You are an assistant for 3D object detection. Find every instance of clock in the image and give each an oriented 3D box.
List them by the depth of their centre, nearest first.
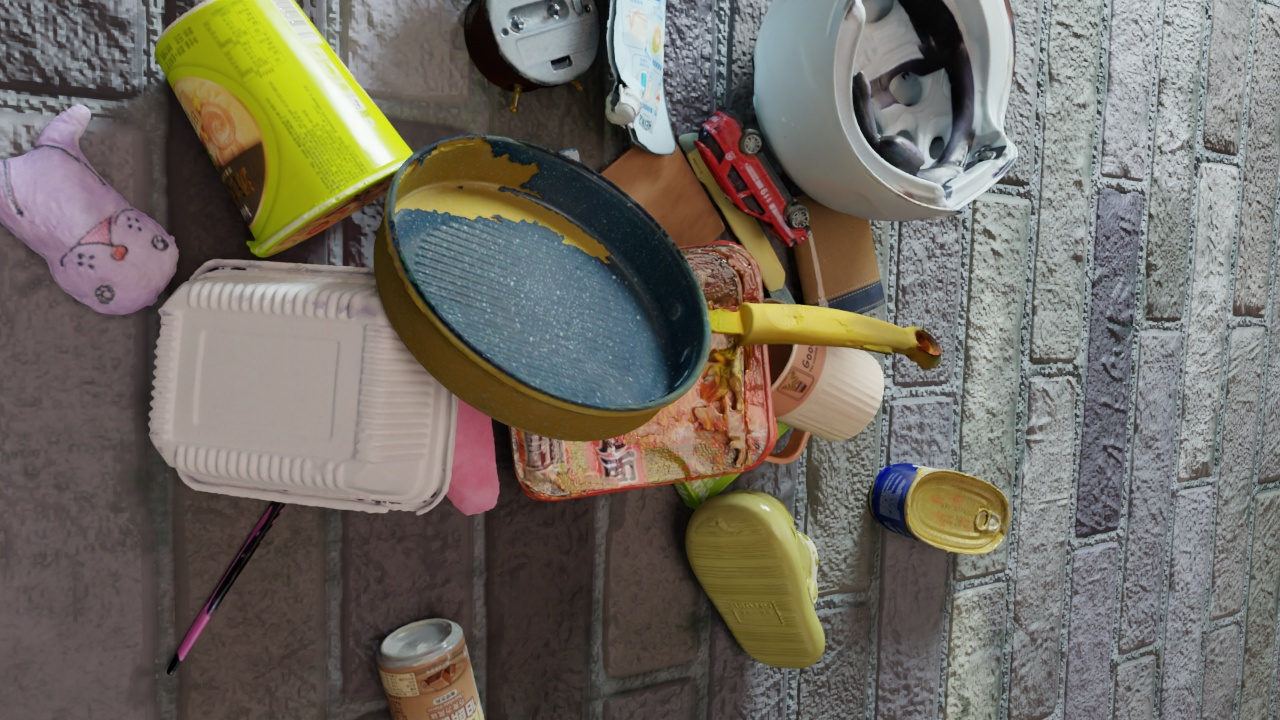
[{"bbox_3d":[-0.077,-0.233,0.609,0.081,0.055,0.122,-27,107,-26],"label":"clock"}]

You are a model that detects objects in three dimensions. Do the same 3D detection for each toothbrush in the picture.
[{"bbox_3d":[-0.236,0.109,0.571,0.018,0.014,0.189,38,76,-38],"label":"toothbrush"}]

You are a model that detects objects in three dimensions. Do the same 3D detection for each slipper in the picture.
[{"bbox_3d":[0.100,0.170,0.748,0.191,0.092,0.081,68,31,-29],"label":"slipper"}]

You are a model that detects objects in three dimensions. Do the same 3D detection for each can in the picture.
[{"bbox_3d":[-0.137,0.238,0.618,0.058,0.059,0.116,-17,104,-29],"label":"can"},{"bbox_3d":[0.284,0.140,0.868,0.148,0.049,0.074,17,86,-31],"label":"can"}]

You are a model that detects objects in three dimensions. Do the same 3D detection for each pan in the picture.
[{"bbox_3d":[0.025,-0.033,0.539,0.357,0.078,0.197,17,45,-26],"label":"pan"}]

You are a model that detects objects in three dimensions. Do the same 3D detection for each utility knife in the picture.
[{"bbox_3d":[0.086,-0.104,0.740,0.030,0.020,0.188,-43,107,-25],"label":"utility knife"}]

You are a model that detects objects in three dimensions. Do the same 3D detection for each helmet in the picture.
[{"bbox_3d":[0.179,-0.219,0.712,0.229,0.146,0.257,53,52,-25],"label":"helmet"}]

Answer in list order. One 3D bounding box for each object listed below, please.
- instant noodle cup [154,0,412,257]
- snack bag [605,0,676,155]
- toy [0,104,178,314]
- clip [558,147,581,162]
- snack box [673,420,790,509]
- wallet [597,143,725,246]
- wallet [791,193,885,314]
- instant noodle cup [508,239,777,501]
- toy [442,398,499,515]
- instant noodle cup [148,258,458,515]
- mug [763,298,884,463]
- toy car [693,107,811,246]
[{"bbox_3d":[-0.203,-0.138,0.519,0.111,0.112,0.123,-37,103,-23],"label":"instant noodle cup"},{"bbox_3d":[-0.002,-0.244,0.636,0.039,0.110,0.191,-1,94,12],"label":"snack bag"},{"bbox_3d":[-0.301,-0.075,0.499,0.083,0.039,0.108,-49,116,-28],"label":"toy"},{"bbox_3d":[-0.071,-0.132,0.645,0.058,0.045,0.027,-16,104,-23],"label":"clip"},{"bbox_3d":[0.078,0.040,0.747,0.156,0.026,0.086,-40,114,-22],"label":"snack box"},{"bbox_3d":[0.003,-0.106,0.692,0.115,0.020,0.101,-43,114,-24],"label":"wallet"},{"bbox_3d":[0.166,-0.091,0.785,0.090,0.033,0.115,-21,105,-31],"label":"wallet"},{"bbox_3d":[-0.004,0.004,0.644,0.188,0.079,0.164,-6,99,-8],"label":"instant noodle cup"},{"bbox_3d":[-0.143,-0.014,0.563,0.178,0.074,0.194,19,92,-2],"label":"toy"},{"bbox_3d":[-0.191,0.013,0.503,0.173,0.060,0.138,5,90,12],"label":"instant noodle cup"},{"bbox_3d":[0.118,0.025,0.706,0.105,0.082,0.114,24,87,-33],"label":"mug"},{"bbox_3d":[0.086,-0.137,0.704,0.045,0.053,0.120,-38,107,7],"label":"toy car"}]
